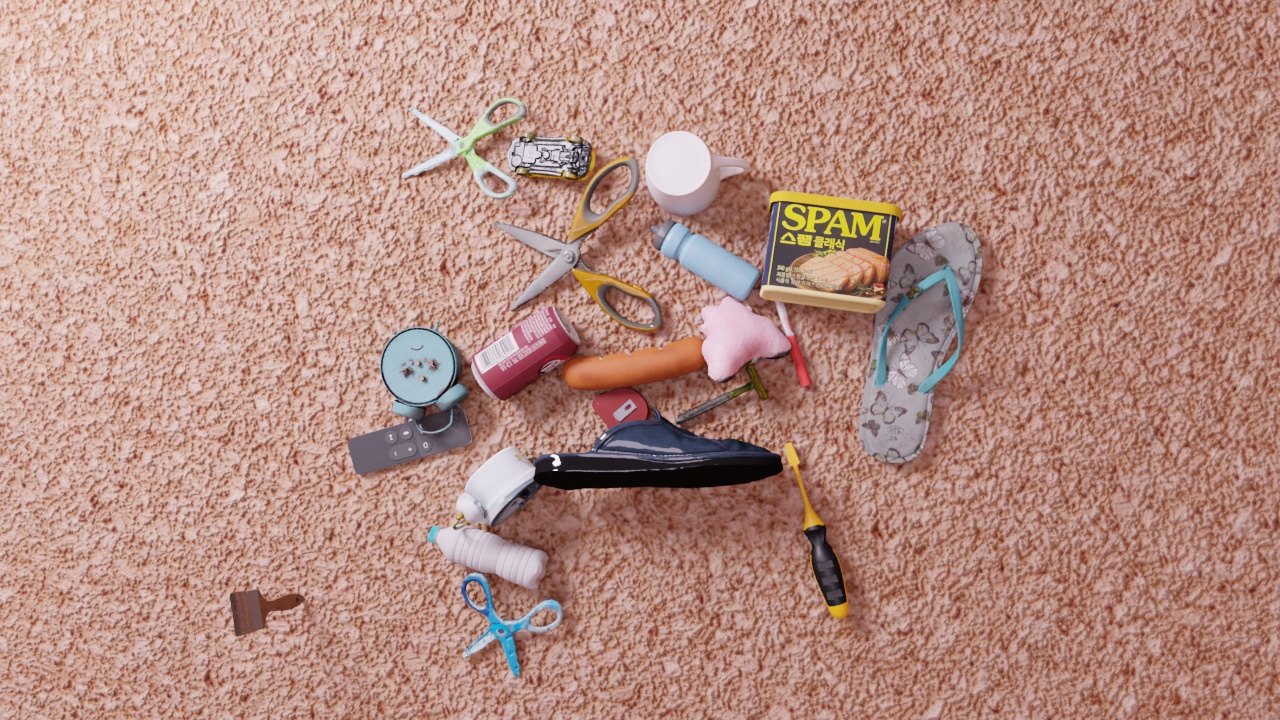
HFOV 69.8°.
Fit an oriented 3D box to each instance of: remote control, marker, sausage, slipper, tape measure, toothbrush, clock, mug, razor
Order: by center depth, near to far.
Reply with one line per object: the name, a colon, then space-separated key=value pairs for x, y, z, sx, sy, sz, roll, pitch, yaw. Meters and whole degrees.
slipper: x=0.290 y=-0.022 z=0.977 sx=0.098 sy=0.054 sz=0.269 roll=17 pitch=93 yaw=9
slipper: x=0.019 y=0.090 z=0.984 sx=0.265 sy=0.109 sz=0.083 roll=0 pitch=70 yaw=0
mug: x=0.061 y=-0.205 z=0.987 sx=0.114 sy=0.087 sz=0.081 roll=-7 pitch=89 yaw=7
toothbrush: x=0.190 y=0.185 z=1.000 sx=0.031 sy=0.031 sz=0.196 roll=-17 pitch=85 yaw=11
marker: x=0.162 y=-0.039 z=1.012 sx=0.013 sy=0.012 sz=0.142 roll=-18 pitch=88 yaw=7
clock: x=-0.160 y=0.149 z=1.015 sx=0.117 sy=0.083 sz=0.057 roll=-43 pitch=80 yaw=-6
sausage: x=-0.006 y=0.006 z=1.018 sx=0.164 sy=0.039 sz=0.044 roll=-10 pitch=49 yaw=7
razor: x=0.086 y=0.045 z=1.018 sx=0.106 sy=0.026 sz=0.042 roll=-26 pitch=89 yaw=10
tape measure: x=-0.021 y=0.054 z=1.031 sx=0.051 sy=0.019 sz=0.059 roll=-41 pitch=85 yaw=6
clock: x=-0.242 y=0.021 z=1.042 sx=0.090 sy=0.053 sz=0.124 roll=-13 pitch=88 yaw=8
remote control: x=-0.269 y=0.094 z=1.067 sx=0.147 sy=0.008 sz=0.045 roll=-16 pitch=88 yaw=7

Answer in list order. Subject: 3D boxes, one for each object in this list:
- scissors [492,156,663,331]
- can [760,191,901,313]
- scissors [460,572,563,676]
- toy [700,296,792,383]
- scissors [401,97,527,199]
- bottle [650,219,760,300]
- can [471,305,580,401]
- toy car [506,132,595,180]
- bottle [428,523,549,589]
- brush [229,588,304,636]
scissors: x=-0.057 y=-0.125 z=1.024 sx=0.225 sy=0.016 sz=0.230 roll=29 pitch=106 yaw=4
can: x=0.197 y=-0.112 z=0.970 sx=0.135 sy=0.075 sz=0.104 roll=8 pitch=86 yaw=6
scissors: x=-0.158 y=0.294 z=1.041 sx=0.134 sy=0.011 sz=0.140 roll=-36 pitch=98 yaw=14
toy: x=0.103 y=-0.026 z=0.996 sx=0.102 sy=0.050 sz=0.093 roll=-24 pitch=63 yaw=-23
scissors: x=-0.200 y=-0.239 z=1.046 sx=0.172 sy=0.024 sz=0.165 roll=-25 pitch=86 yaw=17
bottle: x=0.068 y=-0.114 z=1.010 sx=0.130 sy=0.040 sz=0.040 roll=31 pitch=93 yaw=6
can: x=-0.128 y=-0.008 z=1.021 sx=0.114 sy=0.063 sz=0.063 roll=-33 pitch=86 yaw=7
toy car: x=-0.102 y=-0.229 z=1.035 sx=0.107 sy=0.030 sz=0.049 roll=10 pitch=91 yaw=21
bottle: x=-0.174 y=0.217 z=1.037 sx=0.136 sy=0.044 sz=0.044 roll=17 pitch=92 yaw=7
brush: x=-0.410 y=0.273 z=1.017 sx=0.008 sy=0.143 sz=0.045 roll=-14 pitch=79 yaw=5
